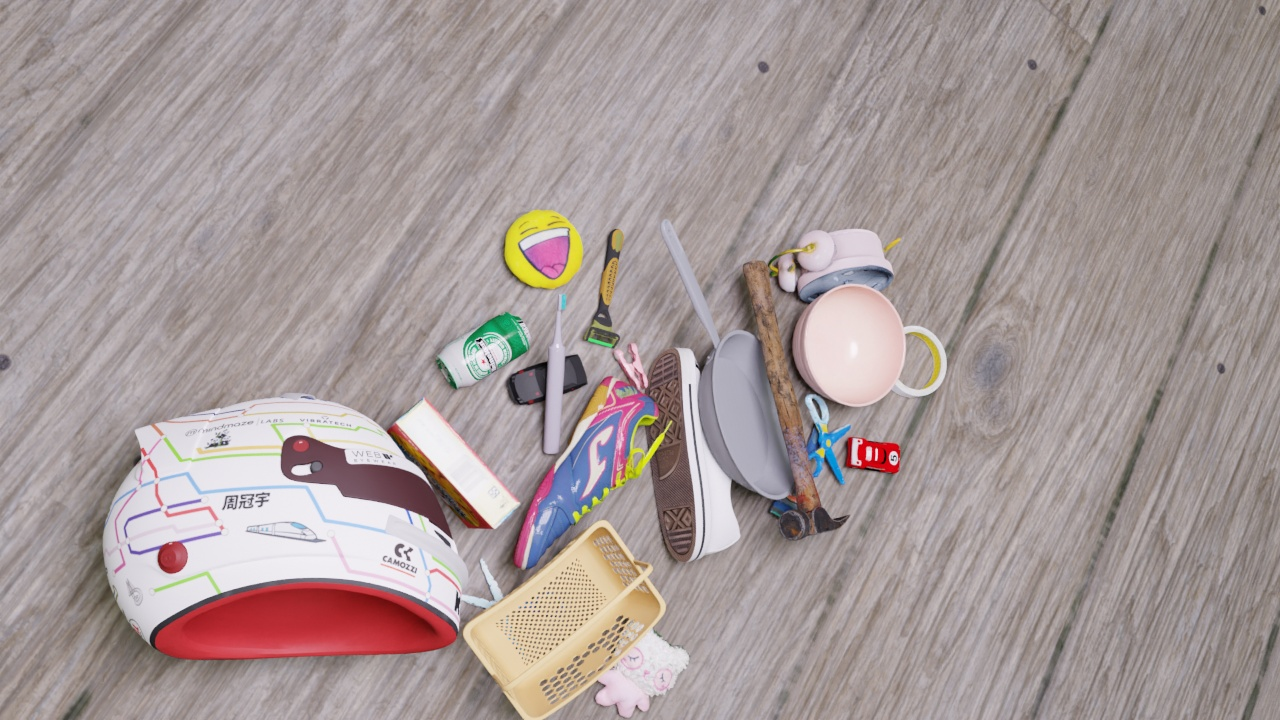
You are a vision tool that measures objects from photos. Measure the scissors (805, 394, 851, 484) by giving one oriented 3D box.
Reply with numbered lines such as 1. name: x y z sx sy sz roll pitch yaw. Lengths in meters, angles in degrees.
1. scissors: 0.227 0.100 1.139 0.125 0.014 0.130 -24 101 -44

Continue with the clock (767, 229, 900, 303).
1. clock: 0.234 -0.117 1.141 0.157 0.117 0.058 0 71 -18

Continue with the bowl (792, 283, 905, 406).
1. bowl: 0.248 -0.018 1.144 0.152 0.076 0.153 0 90 -24

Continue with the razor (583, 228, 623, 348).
1. razor: -0.038 -0.089 1.096 0.044 0.021 0.144 16 78 -34

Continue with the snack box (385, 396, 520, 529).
1. snack box: -0.199 0.111 0.949 0.040 0.145 0.142 -44 97 -21

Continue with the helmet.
1. helmet: -0.321 0.149 0.858 0.314 0.232 0.235 2 54 -13

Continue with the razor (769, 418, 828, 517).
1. razor: 0.203 0.136 1.143 0.044 0.018 0.140 32 70 -13

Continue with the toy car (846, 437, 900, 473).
1. toy car: 0.298 0.121 1.167 0.089 0.025 0.038 10 79 -25

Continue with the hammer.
1. hammer: 0.173 0.041 1.078 0.119 0.033 0.330 4 71 -51

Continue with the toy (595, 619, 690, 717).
1. toy: -0.001 0.352 1.036 0.095 0.041 0.108 40 78 -10

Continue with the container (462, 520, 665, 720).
1. container: -0.074 0.267 0.939 0.183 0.167 0.129 -36 93 -19

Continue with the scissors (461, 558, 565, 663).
1. scissors: -0.141 0.271 1.016 0.118 0.014 0.129 -27 88 -16

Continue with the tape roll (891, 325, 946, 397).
1. tape roll: 0.360 0.001 1.213 0.094 0.019 0.094 3 81 -18

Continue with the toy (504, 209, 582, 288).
1. toy: -0.112 -0.129 1.067 0.095 0.041 0.094 -20 92 -22

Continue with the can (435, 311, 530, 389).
1. can: -0.173 -0.012 1.024 0.101 0.053 0.053 -32 93 -20

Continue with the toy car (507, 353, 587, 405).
1. toy car: -0.106 0.022 1.050 0.091 0.036 0.042 -18 88 -19

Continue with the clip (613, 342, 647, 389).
1. clip: -0.014 0.008 1.090 0.045 0.023 0.060 1 80 -13

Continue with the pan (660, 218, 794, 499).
1. pan: 0.093 0.001 1.041 0.357 0.051 0.200 59 35 -20

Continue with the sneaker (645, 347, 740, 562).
1. sneaker: 0.074 0.105 1.074 0.097 0.091 0.245 -4 80 -30

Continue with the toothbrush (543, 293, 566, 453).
1. toothbrush: -0.094 0.016 1.016 0.019 0.018 0.188 -1 112 -16

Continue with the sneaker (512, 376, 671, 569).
1. sneaker: -0.054 0.131 1.008 0.091 0.116 0.241 30 68 -2
